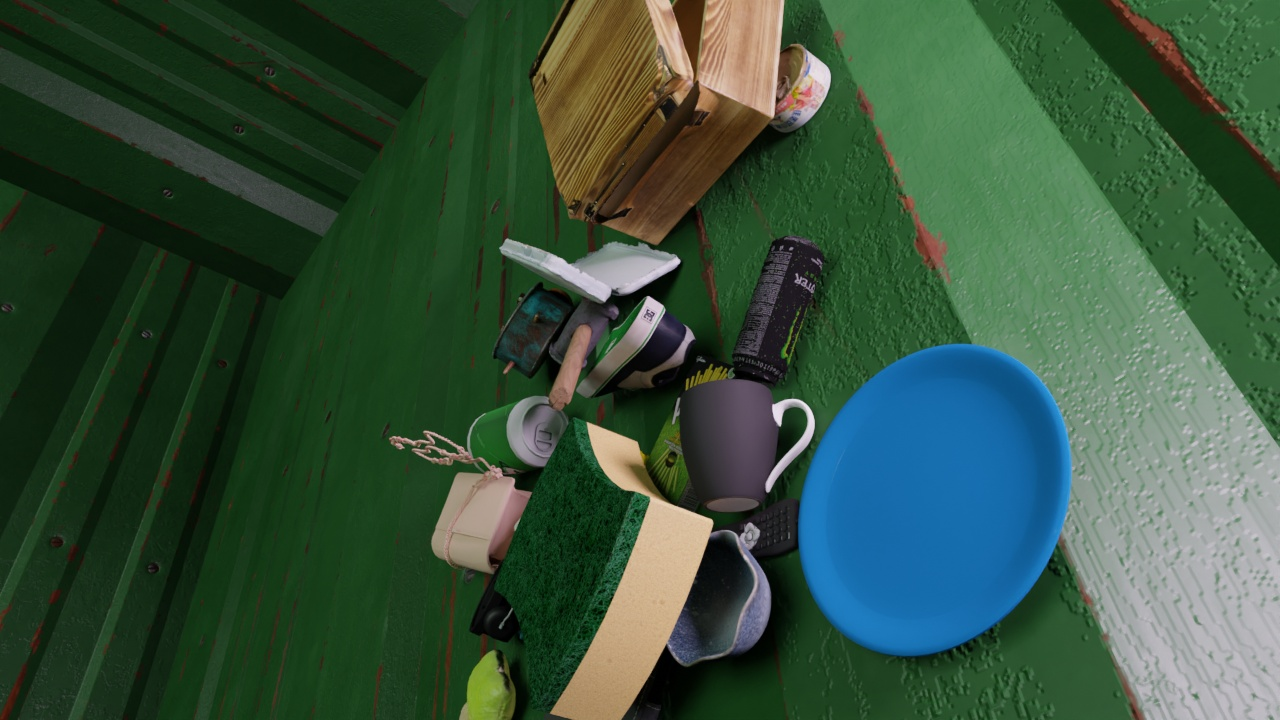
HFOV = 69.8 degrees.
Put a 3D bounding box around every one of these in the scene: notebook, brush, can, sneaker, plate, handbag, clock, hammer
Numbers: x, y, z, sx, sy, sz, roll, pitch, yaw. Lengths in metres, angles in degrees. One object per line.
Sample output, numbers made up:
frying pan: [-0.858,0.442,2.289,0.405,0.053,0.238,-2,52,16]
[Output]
notebook: [-0.032,0.307,0.855,0.170,0.029,0.209,5,75,62]
brush: [-0.045,0.180,0.835,0.195,0.075,0.250,-65,21,5]
can: [0.163,-0.296,1.001,0.086,0.043,0.086,-39,37,38]
sneaker: [-0.006,0.006,1.018,0.084,0.079,0.236,-61,9,-23]
plate: [0.201,0.096,0.645,0.225,0.024,0.223,-39,38,38]
handbag: [-0.245,0.180,1.137,0.199,0.187,0.116,-4,57,53]
clock: [-0.144,-0.047,1.246,0.121,0.073,0.157,-58,-1,19]
hammer: [-0.073,-0.007,1.036,0.098,0.052,0.328,-57,7,12]
clock: [-0.150,0.270,1.026,0.091,0.042,0.121,-67,10,-28]
can: [-0.154,0.098,1.157,0.140,0.087,0.087,-20,51,52]
can: [0.127,-0.047,0.848,0.054,0.054,0.137,3,70,59]

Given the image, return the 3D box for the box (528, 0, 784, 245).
box: [-0.001,-0.309,1.058,0.280,0.220,0.258,-40,37,54]

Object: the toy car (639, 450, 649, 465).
toy car: [-0.014,0.145,0.952,0.049,0.030,0.106,-6,64,56]

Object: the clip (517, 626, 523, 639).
clip: [-0.081,0.257,0.978,0.119,0.033,0.121,7,73,56]

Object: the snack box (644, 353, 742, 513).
snack box: [0.055,0.071,0.902,0.080,0.025,0.147,23,87,61]

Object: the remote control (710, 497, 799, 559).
remote control: [0.090,0.156,0.793,0.125,0.009,0.046,-33,41,43]

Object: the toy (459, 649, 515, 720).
toy: [-0.171,0.381,1.004,0.115,0.046,0.092,-65,27,12]

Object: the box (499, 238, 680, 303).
box: [-0.070,-0.115,1.138,0.211,0.185,0.084,26,112,60]

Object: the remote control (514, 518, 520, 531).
remote control: [-0.088,0.153,1.043,0.136,0.050,0.011,-54,30,18]

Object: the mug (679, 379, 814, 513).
mug: [0.093,0.075,0.796,0.119,0.085,0.100,-11,64,20]

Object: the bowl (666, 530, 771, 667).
bowl: [0.069,0.199,0.746,0.111,0.055,0.110,-39,37,37]
